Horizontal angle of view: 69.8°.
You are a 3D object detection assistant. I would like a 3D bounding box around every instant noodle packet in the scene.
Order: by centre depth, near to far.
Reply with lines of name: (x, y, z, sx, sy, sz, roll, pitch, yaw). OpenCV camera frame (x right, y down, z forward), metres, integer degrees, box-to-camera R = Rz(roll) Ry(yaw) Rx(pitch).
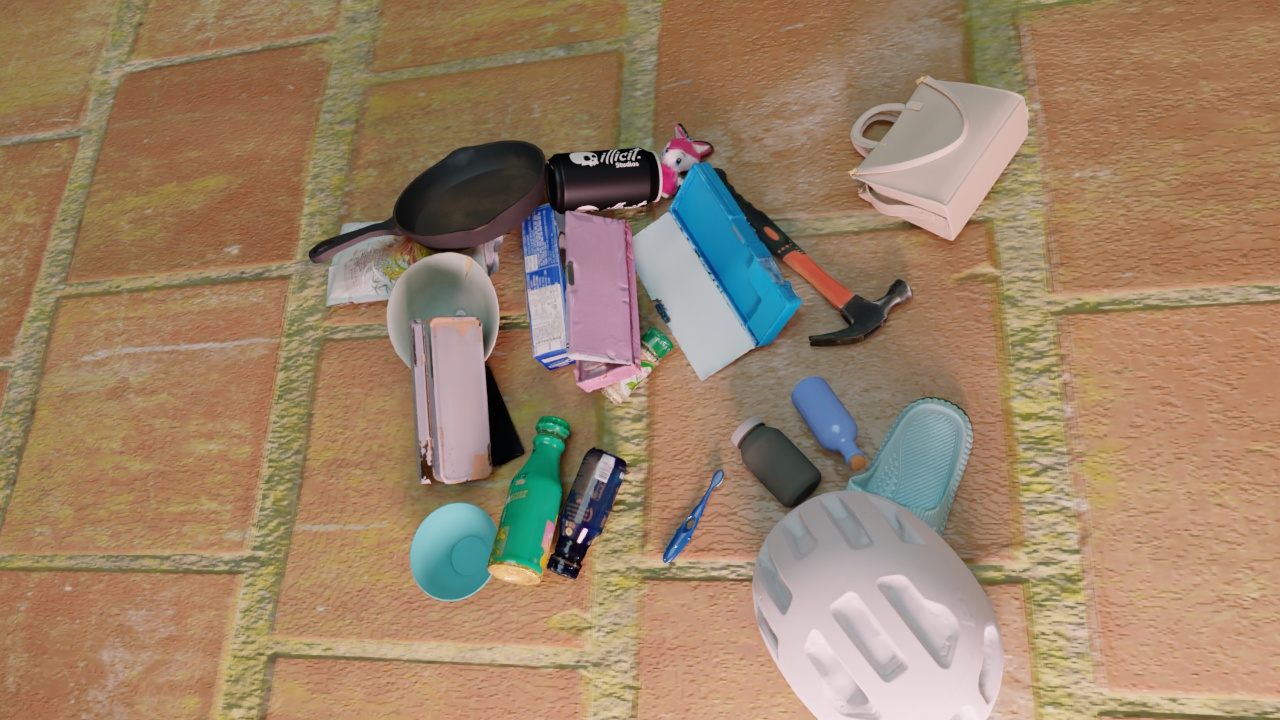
instant noodle packet: (-0.333, -0.154, 1.331, 0.269, 0.057, 0.146, -3, 62, 16)

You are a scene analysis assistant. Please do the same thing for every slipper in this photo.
slipper: (0.291, 0.160, 1.033, 0.116, 0.069, 0.276, 25, 78, 19)

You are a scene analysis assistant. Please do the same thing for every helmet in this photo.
helmet: (0.240, 0.266, 0.954, 0.224, 0.184, 0.282, -33, 58, 6)

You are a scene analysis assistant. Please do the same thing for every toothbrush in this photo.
toothbrush: (0.065, 0.190, 1.115, 0.021, 0.016, 0.132, 30, 84, 24)

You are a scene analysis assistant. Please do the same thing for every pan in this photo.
pan: (-0.293, -0.204, 1.292, 0.356, 0.043, 0.248, -23, 40, -1)

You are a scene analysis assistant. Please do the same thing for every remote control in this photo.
remote control: (-0.201, 0.073, 1.229, 0.045, 0.021, 0.140, -28, 64, 3)

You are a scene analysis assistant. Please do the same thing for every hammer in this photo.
hammer: (0.186, -0.147, 1.197, 0.133, 0.033, 0.333, -42, 64, -1)

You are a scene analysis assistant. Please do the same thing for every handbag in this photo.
handbag: (0.354, -0.271, 1.167, 0.198, 0.101, 0.194, 32, 81, 36)

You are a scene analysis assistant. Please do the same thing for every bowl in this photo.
bowl: (-0.225, 0.244, 1.159, 0.121, 0.046, 0.121, -5, 69, 14)
bowl: (-0.256, -0.059, 1.261, 0.174, 0.067, 0.174, 1, 93, 17)

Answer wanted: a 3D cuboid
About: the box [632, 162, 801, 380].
box: (0.094, -0.115, 1.202, 0.175, 0.063, 0.243, -44, 61, 29)

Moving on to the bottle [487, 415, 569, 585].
bottle: (-0.131, 0.168, 1.138, 0.068, 0.068, 0.209, 3, 59, 17)

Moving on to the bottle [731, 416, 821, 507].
bottle: (0.159, 0.119, 1.089, 0.060, 0.060, 0.108, -42, 65, -2)

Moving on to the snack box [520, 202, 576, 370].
snack box: (-0.121, -0.103, 1.250, 0.059, 0.059, 0.226, -14, 66, 14)

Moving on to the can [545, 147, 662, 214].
can: (-0.050, -0.244, 1.243, 0.146, 0.080, 0.080, -8, 66, -16)

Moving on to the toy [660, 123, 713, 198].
toy: (0.050, -0.277, 1.273, 0.065, 0.050, 0.102, 30, 86, 18)

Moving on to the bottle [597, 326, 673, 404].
bottle: (-0.007, 0.007, 1.187, 0.042, 0.042, 0.110, 41, 85, 24)

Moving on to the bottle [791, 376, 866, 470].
bottle: (0.224, 0.076, 1.069, 0.048, 0.048, 0.131, -30, 44, 3)

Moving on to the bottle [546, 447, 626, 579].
bottle: (-0.068, 0.188, 1.129, 0.056, 0.056, 0.160, 17, 76, 21)

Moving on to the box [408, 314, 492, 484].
box: (-0.249, 0.050, 1.198, 0.107, 0.095, 0.216, -4, 90, -7)

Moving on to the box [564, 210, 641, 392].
box: (-0.061, -0.089, 1.179, 0.100, 0.098, 0.232, -19, 56, 27)
